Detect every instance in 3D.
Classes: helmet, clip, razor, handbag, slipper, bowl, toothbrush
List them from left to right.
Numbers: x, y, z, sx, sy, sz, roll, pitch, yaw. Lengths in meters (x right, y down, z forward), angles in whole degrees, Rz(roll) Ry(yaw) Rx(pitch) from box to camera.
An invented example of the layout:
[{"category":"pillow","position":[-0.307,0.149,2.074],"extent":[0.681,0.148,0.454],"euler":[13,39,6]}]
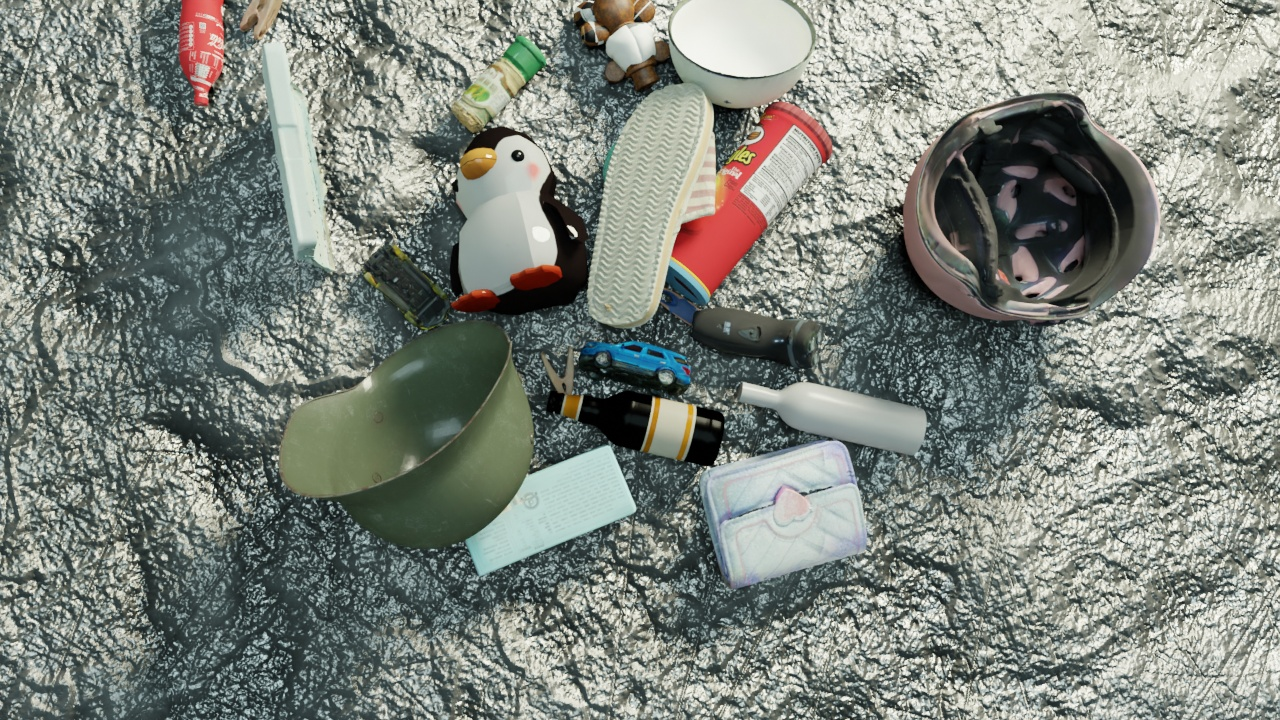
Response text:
[{"category":"clip","position":[-0.397,-0.367,0.970],"extent":[0.061,0.026,0.049],"euler":[-26,90,-5]},{"category":"helmet","position":[-0.191,0.077,0.868],"extent":[0.227,0.267,0.154],"euler":[-15,126,15]},{"category":"clip","position":[-0.088,0.017,0.968],"extent":[0.061,0.026,0.049],"euler":[26,93,-10]},{"category":"slipper","position":[0.017,-0.153,0.927],"extent":[0.115,0.052,0.262],"euler":[8,76,33]},{"category":"toothbrush","position":[0.021,-0.072,0.987],"extent":[0.135,0.017,0.021],"euler":[34,85,-2]},{"category":"bowl","position":[0.104,-0.323,0.972],"extent":[0.153,0.073,0.153],"euler":[1,57,-1]},{"category":"razor","position":[0.124,-0.027,0.969],"extent":[0.140,0.064,0.053],"euler":[10,83,-5]},{"category":"handbag","position":[0.151,0.159,0.957],"extent":[0.158,0.069,0.126],"euler":[-14,88,-9]},{"category":"helmet","position":[0.392,-0.143,0.958],"extent":[0.255,0.153,0.230],"euler":[-7,83,-7]}]

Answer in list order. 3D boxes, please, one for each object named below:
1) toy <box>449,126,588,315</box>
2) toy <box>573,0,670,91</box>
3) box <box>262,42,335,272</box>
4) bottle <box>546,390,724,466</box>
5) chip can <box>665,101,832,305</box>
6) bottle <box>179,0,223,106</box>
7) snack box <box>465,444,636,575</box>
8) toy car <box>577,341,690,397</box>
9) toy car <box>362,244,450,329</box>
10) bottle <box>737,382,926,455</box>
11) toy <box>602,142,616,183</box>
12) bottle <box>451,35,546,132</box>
[{"category":"toy","position":[-0.125,-0.145,0.941],"extent":[0.159,0.140,0.184],"euler":[-19,76,26]},{"category":"toy","position":[-0.016,-0.346,0.986],"extent":[0.087,0.067,0.112],"euler":[-27,97,-7]},{"category":"box","position":[-0.339,-0.193,0.903],"extent":[0.044,0.136,0.197],"euler":[-9,86,-11]},{"category":"bottle","position":[-0.007,0.062,0.952],"extent":[0.181,0.059,0.059],"euler":[13,84,-4]},{"category":"chip can","position":[0.104,-0.165,0.968],"extent":[0.087,0.087,0.213],"euler":[40,84,-1]},{"category":"bottle","position":[-0.455,-0.334,0.952],"extent":[0.042,0.042,0.141],"euler":[-1,86,-5]},{"category":"snack box","position":[-0.098,0.152,0.941],"extent":[0.174,0.053,0.075],"euler":[-22,87,-5]},{"category":"toy car","position":[-0.006,0.006,0.962],"extent":[0.120,0.056,0.043],"euler":[13,70,-8]},{"category":"toy car","position":[-0.243,-0.076,0.956],"extent":[0.107,0.030,0.049],"euler":[44,82,6]},{"category":"bottle","position":[0.200,0.055,0.975],"extent":[0.195,0.052,0.052],"euler":[13,84,-4]},{"category":"toy","position":[0.000,-0.199,0.989],"extent":[0.085,0.033,0.105],"euler":[19,83,-15]},{"category":"bottle","position":[-0.152,-0.294,0.977],"extent":[0.043,0.043,0.111],"euler":[43,84,-1]}]
